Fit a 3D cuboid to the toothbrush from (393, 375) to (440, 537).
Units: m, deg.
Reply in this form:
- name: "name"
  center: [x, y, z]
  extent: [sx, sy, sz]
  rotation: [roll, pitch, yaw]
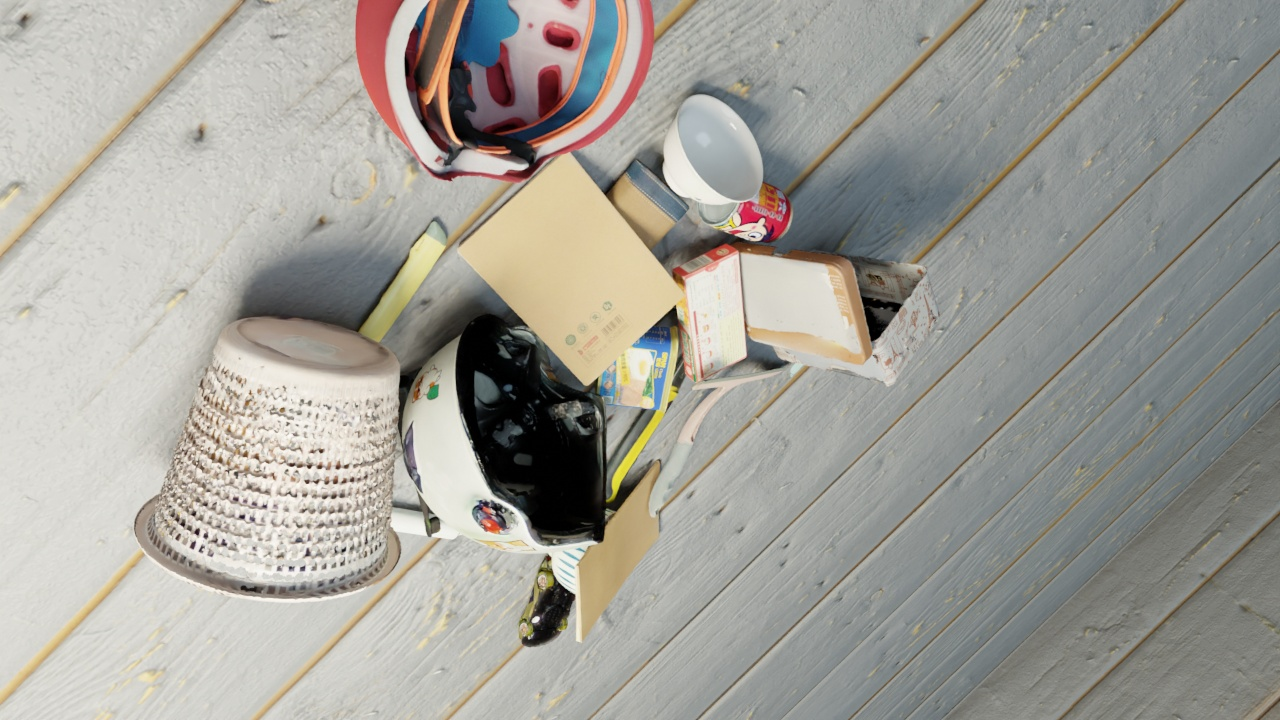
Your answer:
- name: "toothbrush"
  center: [-0.240, 0.110, 0.991]
  extent: [0.027, 0.026, 0.213]
  rotation: [-25, 130, -31]

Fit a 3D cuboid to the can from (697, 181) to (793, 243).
- name: "can"
  center: [0.117, -0.169, 1.015]
  extent: [0.093, 0.066, 0.067]
  rotation: [11, 116, -42]

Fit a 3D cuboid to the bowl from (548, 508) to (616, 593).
- name: "bowl"
  center: [-0.077, 0.239, 1.186]
  extent: [0.116, 0.066, 0.117]
  rotation: [-50, 151, -41]

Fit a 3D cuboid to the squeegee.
- name: "squeegee"
  center: [0.068, 0.104, 1.202]
  extent: [0.247, 0.040, 0.250]
  rotation: [-6, 132, -59]

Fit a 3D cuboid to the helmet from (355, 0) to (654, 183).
- name: "helmet"
  center: [-0.117, -0.259, 0.721]
  extent: [0.239, 0.144, 0.207]
  rotation: [-17, 133, -44]

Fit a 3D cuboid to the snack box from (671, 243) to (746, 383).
- name: "snack box"
  center: [0.082, -0.052, 1.065]
  extent: [0.077, 0.027, 0.156]
  rotation: [-27, 133, -20]

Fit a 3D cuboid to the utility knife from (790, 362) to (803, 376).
- name: "utility knife"
  center: [0.273, -0.055, 1.255]
  extent: [0.204, 0.018, 0.034]
  rotation: [-47, 141, 4]

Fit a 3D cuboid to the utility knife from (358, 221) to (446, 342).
- name: "utility knife"
  center: [-0.247, -0.045, 0.882]
  extent: [0.031, 0.021, 0.206]
  rotation: [30, 97, -42]

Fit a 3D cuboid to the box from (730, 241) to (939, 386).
- name: "box"
  center: [0.215, -0.086, 1.066]
  extent: [0.156, 0.183, 0.193]
  rotation: [-49, 131, -23]

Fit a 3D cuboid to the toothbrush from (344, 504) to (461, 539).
- name: "toothbrush"
  center: [-0.241, 0.192, 1.071]
  extent: [0.220, 0.026, 0.026]
  rotation: [21, 75, -44]

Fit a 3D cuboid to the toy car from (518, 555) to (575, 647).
- name: "toy car"
  center: [-0.123, 0.327, 1.254]
  extent: [0.070, 0.042, 0.158]
  rotation: [5, 116, -39]

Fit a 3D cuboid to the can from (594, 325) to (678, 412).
- name: "can"
  center: [-0.006, 0.006, 1.053]
  extent: [0.083, 0.057, 0.102]
  rotation: [6, 123, -6]

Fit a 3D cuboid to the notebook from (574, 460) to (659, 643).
- name: "notebook"
  center: [-0.027, 0.248, 1.208]
  extent: [0.210, 0.012, 0.150]
  rotation: [-47, 148, -45]

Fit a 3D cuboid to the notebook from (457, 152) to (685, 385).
- name: "notebook"
  center: [-0.065, -0.089, 0.939]
  extent: [0.148, 0.008, 0.207]
  rotation: [-43, 119, -2]

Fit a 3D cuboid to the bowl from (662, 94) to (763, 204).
- name: "bowl"
  center: [0.062, -0.203, 0.939]
  extent: [0.118, 0.118, 0.065]
  rotation: [5, 159, -39]

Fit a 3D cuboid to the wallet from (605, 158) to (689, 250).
- name: "wallet"
  center: [-0.012, -0.144, 0.967]
  extent: [0.115, 0.033, 0.090]
  rotation: [-49, 134, 9]

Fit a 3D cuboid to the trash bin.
- name: "trash bin"
  center: [-0.307, 0.073, 0.810]
  extent: [0.227, 0.227, 0.192]
  rotation: [6, 107, -39]

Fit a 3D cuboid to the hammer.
- name: "hammer"
  center: [0.026, 0.047, 1.148]
  extent: [0.126, 0.032, 0.324]
  rotation: [17, 112, -43]

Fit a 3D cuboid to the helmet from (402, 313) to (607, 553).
- name: "helmet"
  center: [-0.150, 0.091, 0.942]
  extent: [0.157, 0.229, 0.274]
  rotation: [-23, 139, 24]
